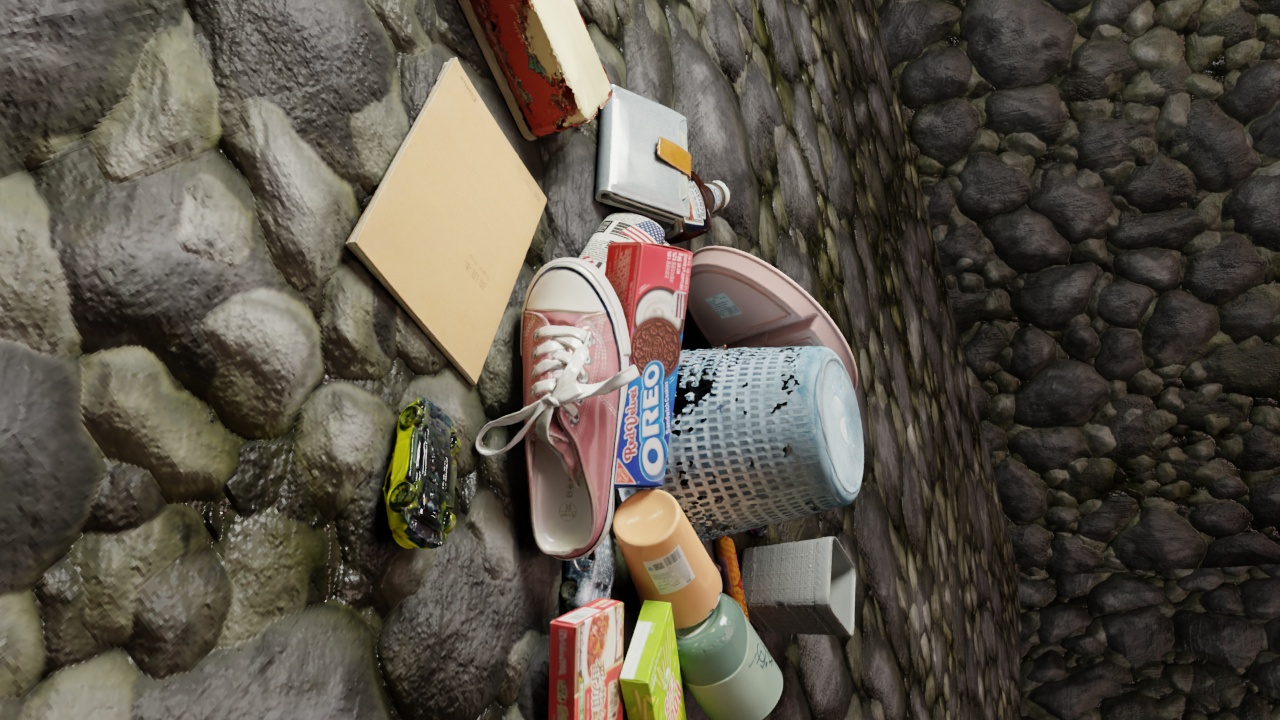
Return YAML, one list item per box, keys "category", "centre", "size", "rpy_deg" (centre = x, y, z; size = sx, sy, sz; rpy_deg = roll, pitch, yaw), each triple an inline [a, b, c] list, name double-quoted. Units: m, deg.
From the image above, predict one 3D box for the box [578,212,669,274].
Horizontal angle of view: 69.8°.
- category: "box"
  centre: [-0.024, -0.081, 0.873]
  size: [0.087, 0.076, 0.161]
  rpy_deg: [39, 42, -9]

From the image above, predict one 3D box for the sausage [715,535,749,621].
- category: "sausage"
  centre: [0.107, 0.271, 1.021]
  size: [0.021, 0.021, 0.165]
  rpy_deg: [-17, 96, -63]

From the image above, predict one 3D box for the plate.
- category: "plate"
  centre: [0.131, -0.028, 0.989]
  size: [0.028, 0.230, 0.229]
  rpy_deg: [-45, 128, -18]

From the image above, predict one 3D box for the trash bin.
- category: "trash bin"
  centre: [0.103, 0.074, 0.892]
  size: [0.226, 0.195, 0.226]
  rpy_deg: [30, 54, -55]

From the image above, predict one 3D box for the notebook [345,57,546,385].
- category: "notebook"
  centre: [-0.136, -0.108, 0.699]
  size: [0.149, 0.012, 0.210]
  rpy_deg: [56, 36, -40]

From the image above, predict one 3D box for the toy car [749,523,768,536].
- category: "toy car"
  centre: [0.144, 0.160, 1.120]
  size: [0.049, 0.031, 0.106]
  rpy_deg: [13, 79, -62]

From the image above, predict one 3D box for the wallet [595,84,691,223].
- category: "wallet"
  centre: [0.007, -0.211, 0.936]
  size: [0.106, 0.037, 0.129]
  rpy_deg: [13, 64, -26]

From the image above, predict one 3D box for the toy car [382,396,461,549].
- category: "toy car"
  centre: [-0.144, 0.073, 0.598]
  size: [0.048, 0.032, 0.105]
  rpy_deg: [49, 29, -45]

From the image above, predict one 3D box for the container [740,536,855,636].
- category: "container"
  centre: [0.180, 0.264, 1.061]
  size: [0.090, 0.114, 0.090]
  rpy_deg: [53, 38, -41]

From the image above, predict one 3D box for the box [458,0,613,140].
- category: "box"
  centre: [-0.086, -0.283, 0.779]
  size: [0.168, 0.078, 0.091]
  rpy_deg: [64, 30, -27]

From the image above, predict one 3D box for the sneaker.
- category: "sneaker"
  centre: [-0.058, 0.032, 0.704]
  size: [0.088, 0.118, 0.241]
  rpy_deg: [48, 42, -77]

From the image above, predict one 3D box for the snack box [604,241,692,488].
- category: "snack box"
  centre: [-0.005, 0.005, 0.787]
  size: [0.057, 0.058, 0.207]
  rpy_deg: [6, 93, -34]

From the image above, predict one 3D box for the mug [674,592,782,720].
- category: "mug"
  centre: [0.076, 0.268, 0.865]
  size: [0.106, 0.082, 0.111]
  rpy_deg: [58, 24, -21]

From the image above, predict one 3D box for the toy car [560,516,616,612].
- category: "toy car"
  centre: [-0.040, 0.164, 0.766]
  size: [0.049, 0.031, 0.105]
  rpy_deg: [40, 46, -53]

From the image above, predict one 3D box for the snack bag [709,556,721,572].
- category: "snack bag"
  centre: [0.060, 0.246, 0.933]
  size: [0.045, 0.026, 0.105]
  rpy_deg: [44, 43, -30]

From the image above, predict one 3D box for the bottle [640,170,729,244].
- category: "bottle"
  centre: [0.056, -0.182, 1.058]
  size: [0.194, 0.044, 0.080]
  rpy_deg: [-31, 105, -62]

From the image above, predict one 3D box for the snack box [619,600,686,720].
- category: "snack box"
  centre: [0.014, 0.290, 0.781]
  size: [0.085, 0.026, 0.156]
  rpy_deg: [-65, 153, -55]

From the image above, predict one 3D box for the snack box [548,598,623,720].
- category: "snack box"
  centre: [-0.041, 0.267, 0.706]
  size: [0.075, 0.025, 0.153]
  rpy_deg: [-1, 92, -62]

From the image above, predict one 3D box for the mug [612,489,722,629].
- category: "mug"
  centre: [0.021, 0.172, 0.805]
  size: [0.123, 0.078, 0.078]
  rpy_deg: [68, 28, -43]
